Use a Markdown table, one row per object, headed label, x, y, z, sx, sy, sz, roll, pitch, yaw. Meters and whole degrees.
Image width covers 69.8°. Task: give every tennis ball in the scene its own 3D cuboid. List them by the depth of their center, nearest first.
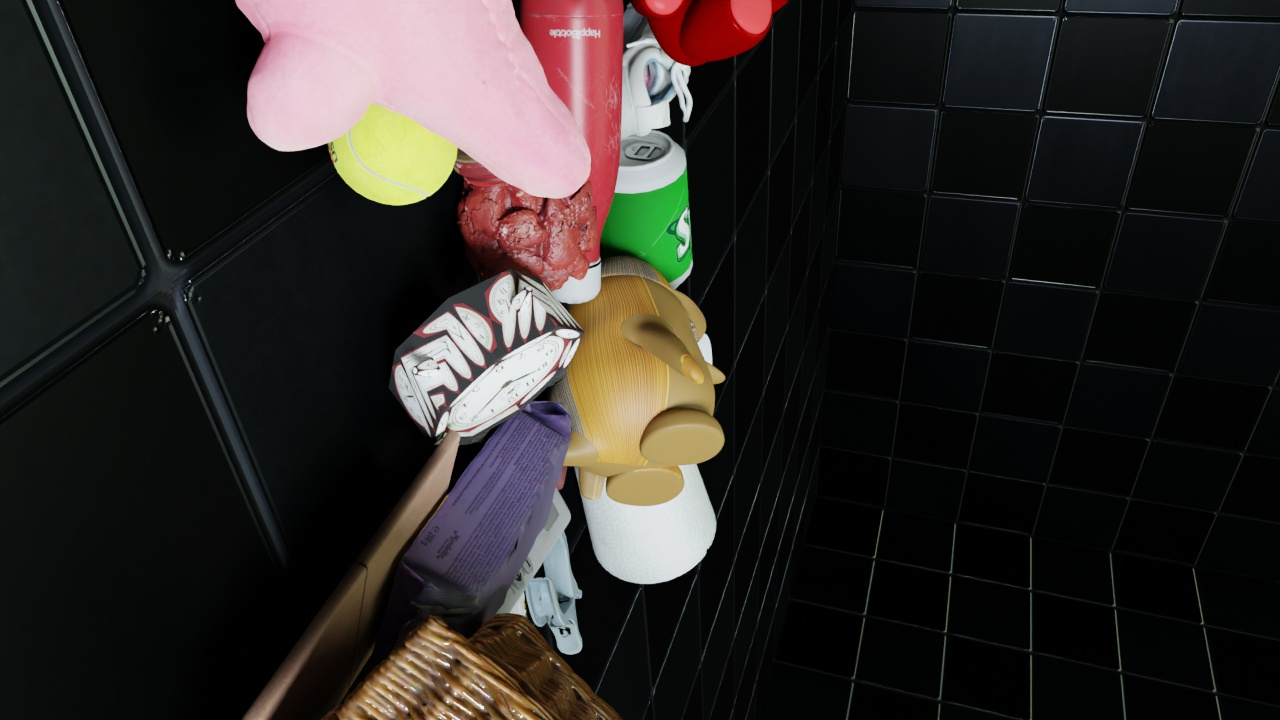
| label | x | y | z | sx | sy | sz | roll | pitch | yaw |
| --- | --- | --- | --- | --- | --- | --- | --- | --- | --- |
| tennis ball | -0.128 | -0.114 | 0.475 | 0.065 | 0.065 | 0.065 | 9 | 89 | -73 |

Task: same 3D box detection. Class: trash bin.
| label | x | y | z | sx | sy | sz | roll | pitch | yaw |
| --- | --- | --- | --- | --- | --- | --- | --- | --- | --- |
| trash bin | -0.001 | 0.119 | 0.906 | 0.161 | 0.133 | 0.133 | 75 | 28 | -42 |

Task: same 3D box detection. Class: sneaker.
| label | x | y | z | sx | sy | sz | roll | pitch | yaw |
| --- | --- | --- | --- | --- | --- | --- | --- | --- | --- |
| sneaker | 0.018 | -0.266 | 0.830 | 0.241 | 0.091 | 0.090 | -64 | 155 | -46 |

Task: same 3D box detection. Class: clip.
| label | x | y | z | sx | sy | sz | roll | pitch | yaw |
| --- | --- | --- | --- | --- | --- | --- | --- | --- | --- |
| clip | -0.077 | 0.190 | 0.845 | 0.167 | 0.028 | 0.127 | 80 | 7 | -56 |

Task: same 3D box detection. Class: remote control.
| label | x | y | z | sx | sy | sz | roll | pitch | yaw |
| --- | --- | --- | --- | --- | --- | --- | --- | --- | --- |
| remote control | -0.102 | 0.137 | 0.713 | 0.074 | 0.019 | 0.150 | 64 | 30 | -18 |

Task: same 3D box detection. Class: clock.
| label | x | y | z | sx | sy | sz | roll | pitch | yaw |
| --- | --- | --- | --- | --- | --- | --- | --- | --- | --- |
| clock | -0.099 | 0.000 | 0.582 | 0.114 | 0.065 | 0.155 | -37 | 166 | -11 |

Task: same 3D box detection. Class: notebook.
| label | x | y | z | sx | sy | sz | roll | pitch | yaw |
| --- | --- | --- | --- | --- | --- | --- | --- | --- | --- |
| notebook | -0.161 | 0.152 | 0.506 | 0.208 | 0.008 | 0.142 | -62 | 176 | -47 |

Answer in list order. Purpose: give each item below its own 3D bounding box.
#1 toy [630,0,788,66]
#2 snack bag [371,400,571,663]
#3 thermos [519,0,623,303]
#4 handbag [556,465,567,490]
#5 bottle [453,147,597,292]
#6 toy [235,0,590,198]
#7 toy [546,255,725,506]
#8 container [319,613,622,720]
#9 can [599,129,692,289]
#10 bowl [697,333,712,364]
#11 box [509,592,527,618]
| label | x | y | z | sx | sy | sz | roll | pitch | yaw |
| --- | --- | --- | --- | --- | --- | --- | --- | --- | --- |
| toy | 0.024 | -0.325 | 0.710 | 0.197 | 0.121 | 0.158 | 45 | 42 | -14 |
| snack bag | -0.100 | 0.113 | 0.607 | 0.204 | 0.058 | 0.097 | -59 | 173 | -55 |
| thermos | -0.051 | -0.157 | 0.690 | 0.073 | 0.073 | 0.240 | -51 | 146 | -59 |
| handbag | -0.069 | 0.056 | 0.824 | 0.055 | 0.029 | 0.119 | 79 | 21 | -43 |
| bottle | -0.077 | -0.103 | 0.619 | 0.098 | 0.099 | 0.111 | -62 | 144 | -47 |
| toy | -0.105 | -0.164 | 0.414 | 0.237 | 0.097 | 0.191 | 49 | 52 | -30 |
| toy | -0.005 | 0.004 | 0.778 | 0.199 | 0.162 | 0.203 | 126 | -34 | -45 |
| container | -0.103 | 0.251 | 0.449 | 0.250 | 0.162 | 0.183 | -47 | 171 | 1 |
| can | 0.001 | -0.133 | 0.844 | 0.087 | 0.088 | 0.140 | -64 | 156 | -44 |
| bowl | 0.026 | 0.036 | 1.029 | 0.144 | 0.074 | 0.144 | 9 | 89 | -73 |
| box | -0.138 | 0.237 | 0.673 | 0.208 | 0.033 | 0.064 | -52 | 144 | -59 |
